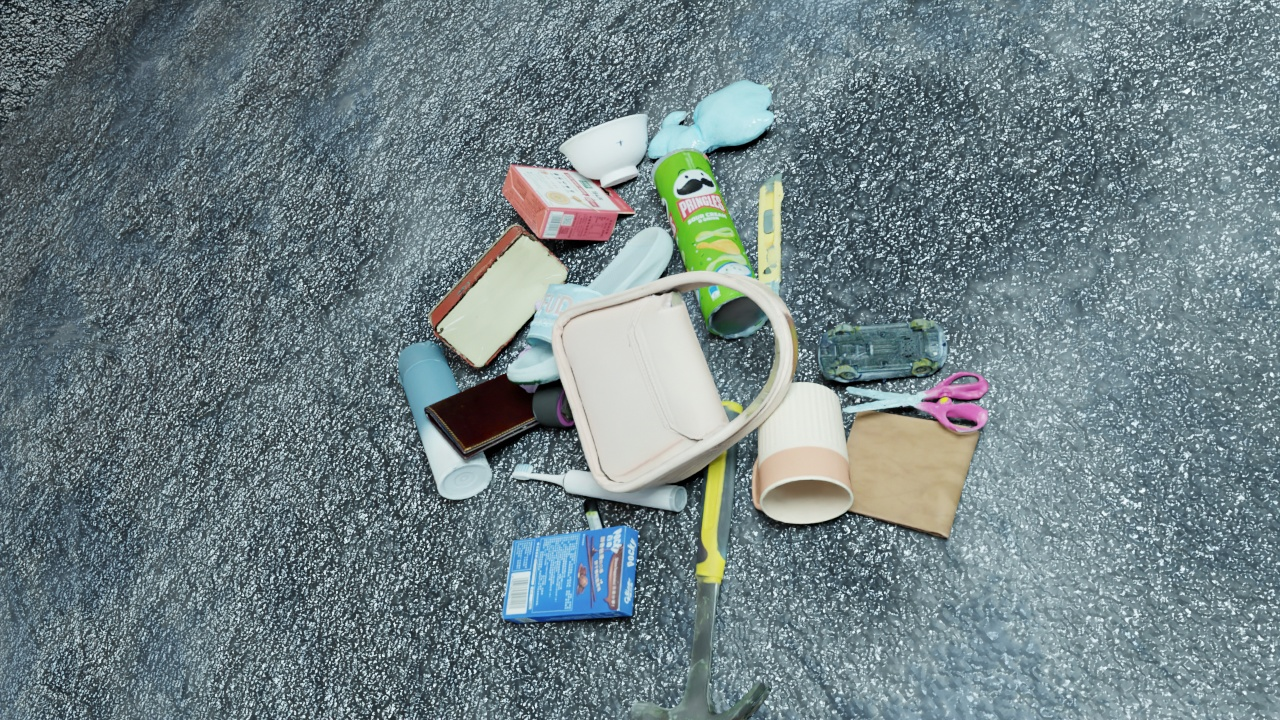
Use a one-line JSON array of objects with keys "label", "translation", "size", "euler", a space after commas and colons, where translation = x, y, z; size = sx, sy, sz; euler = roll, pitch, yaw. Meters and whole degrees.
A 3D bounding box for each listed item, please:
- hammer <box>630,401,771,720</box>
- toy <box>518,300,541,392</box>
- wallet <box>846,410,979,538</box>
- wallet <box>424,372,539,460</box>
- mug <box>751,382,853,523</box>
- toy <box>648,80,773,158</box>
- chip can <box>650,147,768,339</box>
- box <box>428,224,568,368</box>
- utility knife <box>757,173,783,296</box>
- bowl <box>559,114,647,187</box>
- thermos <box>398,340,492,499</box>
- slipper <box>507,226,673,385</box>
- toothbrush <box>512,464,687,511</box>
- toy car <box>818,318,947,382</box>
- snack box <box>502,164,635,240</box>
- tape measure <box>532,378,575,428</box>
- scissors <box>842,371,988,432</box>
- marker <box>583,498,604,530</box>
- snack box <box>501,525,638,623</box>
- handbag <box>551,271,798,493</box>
[{"label": "hammer", "translation": [0.070, 0.191, 0.876], "size": [0.126, 0.032, 0.322], "euler": [-6, 62, 28]}, {"label": "toy", "translation": [-0.107, -0.009, 1.086], "size": [0.084, 0.039, 0.108], "euler": [21, 76, 10]}, {"label": "wallet", "translation": [0.237, 0.099, 0.833], "size": [0.115, 0.020, 0.101], "euler": [11, 72, 38]}, {"label": "wallet", "translation": [-0.174, 0.060, 1.061], "size": [0.122, 0.020, 0.096], "euler": [-25, 48, -30]}, {"label": "mug", "translation": [0.142, 0.093, 0.857], "size": [0.115, 0.081, 0.105], "euler": [-49, 29, 46]}, {"label": "toy", "translation": [0.091, -0.288, 1.112], "size": [0.156, 0.050, 0.161], "euler": [-48, 43, 0]}, {"label": "chip can", "translation": [0.075, -0.134, 1.023], "size": [0.072, 0.072, 0.235], "euler": [-28, 54, 15]}, {"label": "box", "translation": [-0.171, -0.075, 1.118], "size": [0.168, 0.091, 0.079], "euler": [-47, 26, 2]}, {"label": "utility knife", "translation": [0.146, -0.136, 1.021], "size": [0.031, 0.019, 0.172], "euler": [-14, 63, 31]}, {"label": "bowl", "translation": [-0.036, -0.256, 1.151], "size": [0.118, 0.118, 0.065], "euler": [-18, 94, 22]}, {"label": "thermos", "translation": [-0.243, 0.067, 1.112], "size": [0.070, 0.070, 0.220], "euler": [-38, 51, 8]}, {"label": "slipper", "translation": [-0.060, -0.067, 1.022], "size": [0.245, 0.074, 0.104], "euler": [-49, 24, -14]}, {"label": "toothbrush", "translation": [-0.051, 0.133, 0.984], "size": [0.221, 0.027, 0.026], "euler": [4, 54, 33]}, {"label": "toy car", "translation": [0.232, -0.008, 0.883], "size": [0.121, 0.037, 0.054], "euler": [-6, 61, 17]}, {"label": "snack box", "translation": [-0.091, -0.196, 1.148], "size": [0.113, 0.127, 0.044], "euler": [51, 131, 39]}, {"label": "tape measure", "translation": [-0.092, 0.048, 1.034], "size": [0.039, 0.057, 0.057], "euler": [3, 58, 31]}, {"label": "scissors", "translation": [0.255, 0.030, 0.845], "size": [0.137, 0.017, 0.096], "euler": [11, 45, 34]}, {"label": "marker", "translation": [-0.039, 0.194, 0.951], "size": [0.018, 0.015, 0.124], "euler": [-31, 50, 12]}, {"label": "snack box", "translation": [-0.072, 0.220, 0.935], "size": [0.157, 0.026, 0.084], "euler": [-14, 58, 35]}, {"label": "handbag", "translation": [0.039, 0.007, 0.871], "size": [0.235, 0.093, 0.193], "euler": [-27, 79, 31]}]
